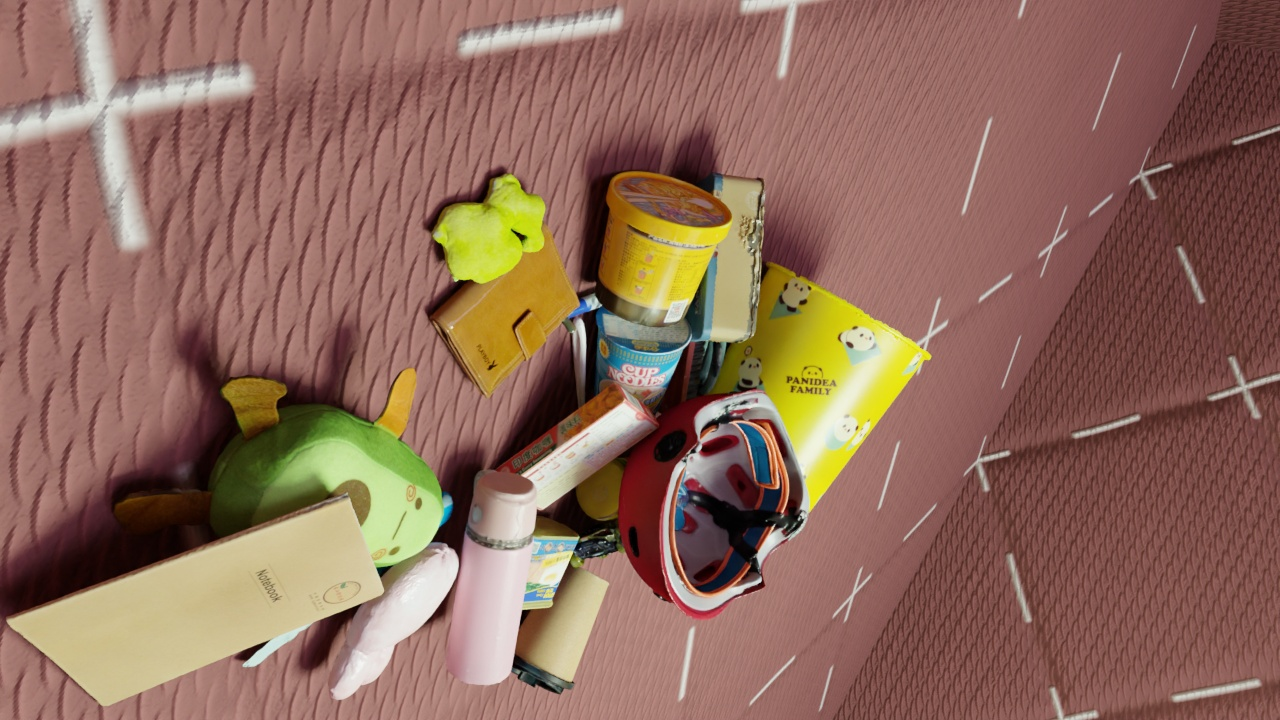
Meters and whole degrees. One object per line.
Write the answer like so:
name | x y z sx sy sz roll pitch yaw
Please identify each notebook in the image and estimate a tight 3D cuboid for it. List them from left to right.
notebook | -0.292 0.169 0.638 0.207 0.008 0.148 -19 145 -18

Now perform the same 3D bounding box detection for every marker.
marker | -0.028 -0.066 0.925 0.145 0.017 0.017 -24 132 -45

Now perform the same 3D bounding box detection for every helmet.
helmet | 0.055 0.147 0.968 0.239 0.144 0.207 -46 122 -32

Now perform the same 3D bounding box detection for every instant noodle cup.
instant noodle cup | -0.006 0.006 0.948 0.099 0.099 0.110 -29 142 -42
instant noodle cup | 0.015 -0.103 0.872 0.118 0.118 0.115 -21 137 -47

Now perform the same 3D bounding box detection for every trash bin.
trash bin | 0.191 0.043 1.144 0.255 0.230 0.229 -59 149 6

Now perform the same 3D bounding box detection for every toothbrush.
toothbrush | -0.060 0.028 0.954 0.016 0.016 0.180 -43 145 -41

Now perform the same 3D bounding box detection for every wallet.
wallet | -0.114 -0.041 0.811 0.130 0.035 0.119 -48 139 -22

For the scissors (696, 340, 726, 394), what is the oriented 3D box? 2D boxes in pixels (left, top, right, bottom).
scissors | 0.071 0.014 1.070 0.143 0.019 0.180 -93 -166 -50

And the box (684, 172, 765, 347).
box | 0.083 -0.096 0.939 0.090 0.061 0.184 167 -71 -78

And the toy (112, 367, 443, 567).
toy | -0.237 0.097 0.682 0.227 0.090 0.246 -53 145 3

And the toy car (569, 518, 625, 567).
toy car | -0.036 0.209 1.068 0.070 0.042 0.158 -19 167 12

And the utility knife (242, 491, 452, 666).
utility knife | -0.250 0.191 0.802 0.217 0.018 0.034 -40 155 -31

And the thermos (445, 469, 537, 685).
thermos | -0.146 0.202 0.879 0.067 0.087 0.199 -3 109 -38

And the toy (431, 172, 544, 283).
toy | -0.119 -0.104 0.745 0.096 0.031 0.100 34 76 -40

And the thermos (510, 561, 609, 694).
thermos | -0.095 0.307 1.055 0.143 0.093 0.093 -63 149 -16

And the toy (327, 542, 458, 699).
toy | -0.223 0.230 0.825 0.159 0.054 0.121 -55 170 1

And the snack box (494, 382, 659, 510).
snack box | -0.063 0.089 0.914 0.156 0.027 0.077 -36 144 10

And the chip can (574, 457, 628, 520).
chip can | 0.014 0.150 1.098 0.221 0.072 0.072 9 106 -57

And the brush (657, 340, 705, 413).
brush | 0.032 -0.004 1.017 0.069 0.063 0.146 -13 124 -38

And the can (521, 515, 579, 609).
can | -0.120 0.212 0.970 0.102 0.057 0.083 20 95 -58
